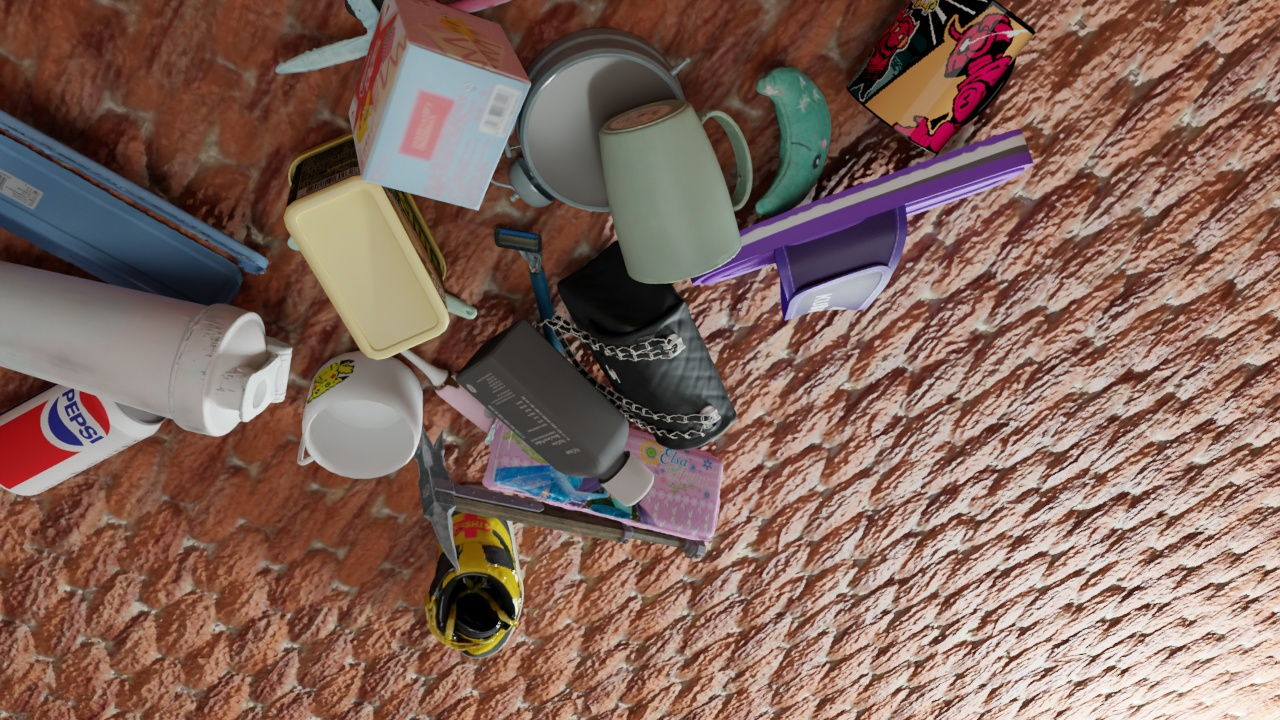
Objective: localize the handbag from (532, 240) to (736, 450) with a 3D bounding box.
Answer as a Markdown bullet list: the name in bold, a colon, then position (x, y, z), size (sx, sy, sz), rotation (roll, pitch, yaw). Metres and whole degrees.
- **handbag**: position (-0.004, 0.004, 0.724), size (0.114, 0.125, 0.154), rotation (-34, 127, -13)

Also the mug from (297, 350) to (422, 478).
- **mug**: position (-0.239, 0.049, 0.765), size (0.116, 0.068, 0.094), rotation (-28, 127, 12)

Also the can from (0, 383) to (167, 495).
- **can**: position (-0.449, 0.051, 0.728), size (0.132, 0.070, 0.070), rotation (-26, 127, 10)

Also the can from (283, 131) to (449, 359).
- **can**: position (-0.189, -0.080, 0.641), size (0.072, 0.101, 0.131), rotation (-24, 122, -2)

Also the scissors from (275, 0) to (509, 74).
- **scissors**: position (-0.151, -0.203, 0.608), size (0.170, 0.013, 0.177), rotation (-22, 137, -8)

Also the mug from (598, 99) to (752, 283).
- **mug**: position (0.028, -0.123, 0.624), size (0.111, 0.084, 0.104), rotation (-30, 119, -23)

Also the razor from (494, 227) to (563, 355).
- **razor**: position (-0.081, -0.049, 0.749), size (0.042, 0.022, 0.144), rotation (14, 139, 26)

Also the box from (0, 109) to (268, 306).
- **box**: position (-0.372, -0.105, 0.642), size (0.209, 0.043, 0.125), rotation (32, 137, -30)

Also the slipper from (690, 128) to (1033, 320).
- **slipper**: position (0.173, -0.085, 0.697), size (0.266, 0.107, 0.084), rotation (-20, 89, 1)

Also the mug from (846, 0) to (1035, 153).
- **mug**: position (0.220, -0.207, 0.649), size (0.117, 0.081, 0.098), rotation (8, 128, -42)

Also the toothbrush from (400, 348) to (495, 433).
- **toothbrush**: position (-0.149, 0.035, 0.796), size (0.027, 0.027, 0.222), rotation (-10, 138, 42)

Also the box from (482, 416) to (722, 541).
- **box**: position (-0.035, 0.102, 0.839), size (0.230, 0.084, 0.071), rotation (19, 160, -28)

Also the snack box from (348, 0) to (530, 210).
- **snack box**: position (-0.130, -0.164, 0.576), size (0.079, 0.094, 0.093), rotation (11, 126, -30)

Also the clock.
- **clock**: position (-0.039, -0.164, 0.651), size (0.159, 0.045, 0.123), rotation (-14, 128, -1)

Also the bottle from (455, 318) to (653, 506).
- **bottle**: position (-0.060, 0.049, 0.739), size (0.174, 0.046, 0.084), rotation (44, 150, -13)

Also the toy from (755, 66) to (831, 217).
- **toy**: position (0.111, -0.159, 0.666), size (0.084, 0.033, 0.105), rotation (-23, 119, -44)

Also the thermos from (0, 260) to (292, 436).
- **thermos**: position (-0.369, -0.013, 0.661), size (0.220, 0.099, 0.100), rotation (16, 124, -1)

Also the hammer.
- **hammer**: position (-0.059, 0.154, 0.859), size (0.316, 0.147, 0.028), rotation (18, 122, -35)

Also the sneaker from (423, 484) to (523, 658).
- **sneaker**: position (-0.158, 0.245, 0.896), size (0.086, 0.122, 0.239), rotation (-3, 126, -6)

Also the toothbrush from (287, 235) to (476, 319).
- **toothbrush**: position (-0.197, -0.066, 0.718), size (0.154, 0.015, 0.022), rotation (25, 88, -27)

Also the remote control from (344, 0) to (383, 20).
- **remote control**: position (-0.143, -0.277, 0.565), size (0.033, 0.015, 0.147), rotation (20, 121, -23)
